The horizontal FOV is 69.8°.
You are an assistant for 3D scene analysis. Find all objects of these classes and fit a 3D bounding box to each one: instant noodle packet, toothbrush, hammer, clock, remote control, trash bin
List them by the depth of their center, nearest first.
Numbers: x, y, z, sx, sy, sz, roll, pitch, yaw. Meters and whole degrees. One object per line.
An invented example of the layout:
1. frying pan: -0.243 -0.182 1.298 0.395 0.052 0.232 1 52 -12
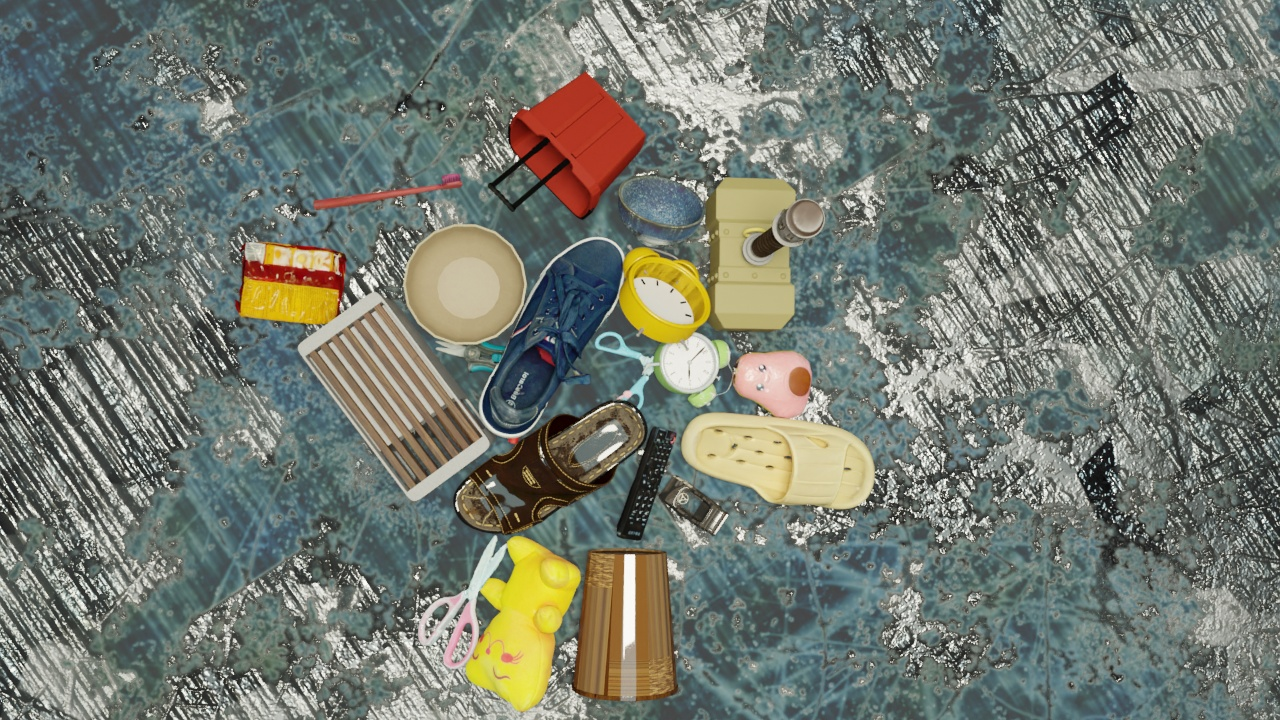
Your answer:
1. hammer: 0.150 -0.137 1.066 0.100 0.325 0.190 1 89 -5
2. trash bin: -0.293 0.044 1.130 0.114 0.114 0.229 -37 92 -5
3. instant noodle packet: -0.442 -0.098 1.159 0.135 0.040 0.098 6 88 -6
4. clock: 0.029 -0.086 1.162 0.113 0.052 0.151 15 47 -22
5. toothbrush: -0.325 -0.217 1.182 0.190 0.016 0.016 -10 85 -5
6. remote control: 0.005 0.159 1.193 0.022 0.047 0.150 18 88 39
7. clock: 0.066 0.006 1.194 0.119 0.042 0.094 26 82 -10

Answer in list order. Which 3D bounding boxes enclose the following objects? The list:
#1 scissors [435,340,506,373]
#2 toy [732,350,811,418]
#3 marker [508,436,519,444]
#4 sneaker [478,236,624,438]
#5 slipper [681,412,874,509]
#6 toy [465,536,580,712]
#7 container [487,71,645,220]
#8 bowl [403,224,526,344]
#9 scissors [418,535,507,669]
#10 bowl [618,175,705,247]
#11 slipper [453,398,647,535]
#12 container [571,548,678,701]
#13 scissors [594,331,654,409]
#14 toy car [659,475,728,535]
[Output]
1. scissors: -0.188 -0.006 1.186 0.142 0.019 0.127 -29 85 0
2. toy: 0.171 0.028 1.201 0.110 0.051 0.090 9 95 -9
3. marker: -0.146 0.040 1.195 0.013 0.013 0.142 17 87 -4
4. sneaker: -0.095 -0.041 1.128 0.120 0.127 0.293 31 69 -5
5. slipper: 0.182 0.131 1.178 0.261 0.079 0.111 13 103 -3
6. toy: -0.145 0.327 1.154 0.087 0.135 0.193 25 79 -47
7. container: -0.106 -0.246 1.146 0.148 0.127 0.200 46 76 -2
8. bowl: -0.221 -0.095 1.171 0.152 0.050 0.152 0 89 -5
9. scissors: -0.227 0.293 1.164 0.103 0.016 0.178 18 84 33
10. bowl: 0.022 -0.182 1.180 0.114 0.114 0.061 13 130 -5
11. slipper: -0.112 0.136 1.161 0.268 0.076 0.113 -29 92 -2
12. container: -0.018 0.324 1.148 0.132 0.132 0.167 1 83 -5
13. scissors: -0.008 0.006 1.209 0.133 0.015 0.135 42 80 -5
14. toy car: 0.067 0.186 1.184 0.092 0.037 0.040 33 87 29
